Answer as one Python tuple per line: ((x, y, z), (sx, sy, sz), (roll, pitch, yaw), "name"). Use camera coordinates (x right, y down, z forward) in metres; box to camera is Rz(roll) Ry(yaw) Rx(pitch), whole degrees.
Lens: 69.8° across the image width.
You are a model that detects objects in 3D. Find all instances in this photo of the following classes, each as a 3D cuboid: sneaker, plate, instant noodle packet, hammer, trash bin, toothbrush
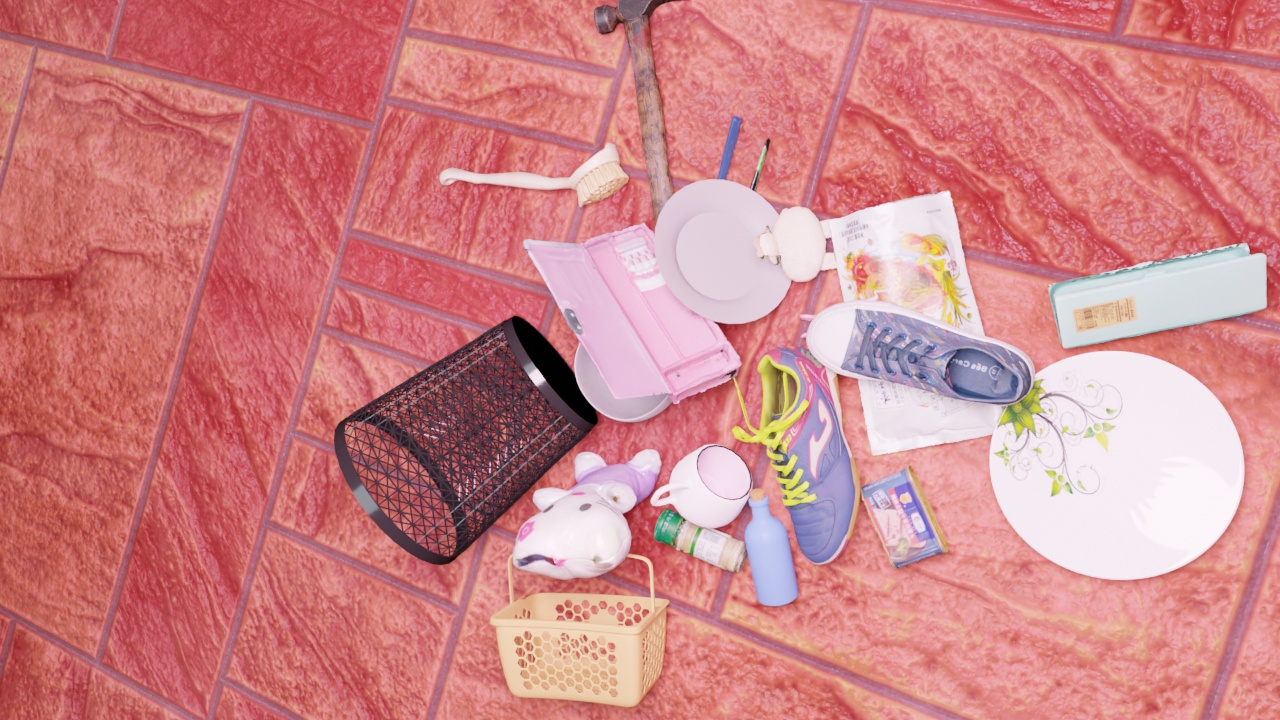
((0.286, -0.007, 0.947), (0.236, 0.079, 0.087), (15, 100, 16), "sneaker")
((0.094, -0.124, 1.055), (0.172, 0.019, 0.172), (4, 76, -18), "plate")
((0.298, -0.039, 1.002), (0.147, 0.057, 0.269), (-13, 88, 20), "instant noodle packet")
((0.022, -0.291, 1.126), (0.120, 0.033, 0.330), (-10, 84, 18), "hammer")
((-0.196, 0.083, 1.099), (0.243, 0.217, 0.217), (-37, 76, 7), "trash bin")
((0.096, -0.198, 1.101), (0.017, 0.016, 0.190), (13, 92, 12), "toothbrush")
((0.169, 0.105, 1.013), (0.116, 0.091, 0.241), (-17, 76, 53), "sneaker")
((0.480, 0.106, 0.938), (0.230, 0.030, 0.229), (-1, 87, 20), "plate")
((0.122, -0.174, 1.092), (0.017, 0.014, 0.188), (18, 93, 28), "toothbrush")

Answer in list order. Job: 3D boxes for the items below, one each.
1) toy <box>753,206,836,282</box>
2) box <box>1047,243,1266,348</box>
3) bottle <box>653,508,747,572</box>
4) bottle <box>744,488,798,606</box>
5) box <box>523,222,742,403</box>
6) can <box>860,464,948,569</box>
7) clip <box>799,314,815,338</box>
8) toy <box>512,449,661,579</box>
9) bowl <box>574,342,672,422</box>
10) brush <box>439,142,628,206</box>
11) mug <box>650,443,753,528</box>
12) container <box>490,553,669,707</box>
((0.179, -0.132, 1.047), (0.112, 0.050, 0.087), (-7, 85, -5), "toy")
((0.512, -0.063, 0.911), (0.189, 0.079, 0.077), (-11, 84, 19), "box")
((0.072, 0.211, 1.075), (0.110, 0.042, 0.042), (20, 94, 18), "bottle")
((0.142, 0.205, 1.025), (0.048, 0.048, 0.131), (-8, 104, 19), "bottle")
((-0.014, -0.052, 1.027), (0.232, 0.179, 0.055), (60, 145, 27), "box")
((0.285, 0.170, 0.994), (0.059, 0.054, 0.099), (-25, 79, 19), "can")
((0.210, -0.045, 1.050), (0.058, 0.022, 0.035), (-5, 83, 14), "clip")
((-0.059, 0.176, 1.046), (0.138, 0.208, 0.085), (-4, 113, 22), "toy")
((-0.007, 0.006, 1.101), (0.132, 0.064, 0.131), (-1, 87, 20), "bowl")
((-0.142, -0.234, 1.174), (0.273, 0.062, 0.077), (3, 84, 24), "brush")
((0.064, 0.147, 1.041), (0.076, 0.123, 0.090), (-54, 50, 45), "mug")
((-0.067, 0.301, 1.074), (0.184, 0.129, 0.167), (-3, 93, 20), "container")
